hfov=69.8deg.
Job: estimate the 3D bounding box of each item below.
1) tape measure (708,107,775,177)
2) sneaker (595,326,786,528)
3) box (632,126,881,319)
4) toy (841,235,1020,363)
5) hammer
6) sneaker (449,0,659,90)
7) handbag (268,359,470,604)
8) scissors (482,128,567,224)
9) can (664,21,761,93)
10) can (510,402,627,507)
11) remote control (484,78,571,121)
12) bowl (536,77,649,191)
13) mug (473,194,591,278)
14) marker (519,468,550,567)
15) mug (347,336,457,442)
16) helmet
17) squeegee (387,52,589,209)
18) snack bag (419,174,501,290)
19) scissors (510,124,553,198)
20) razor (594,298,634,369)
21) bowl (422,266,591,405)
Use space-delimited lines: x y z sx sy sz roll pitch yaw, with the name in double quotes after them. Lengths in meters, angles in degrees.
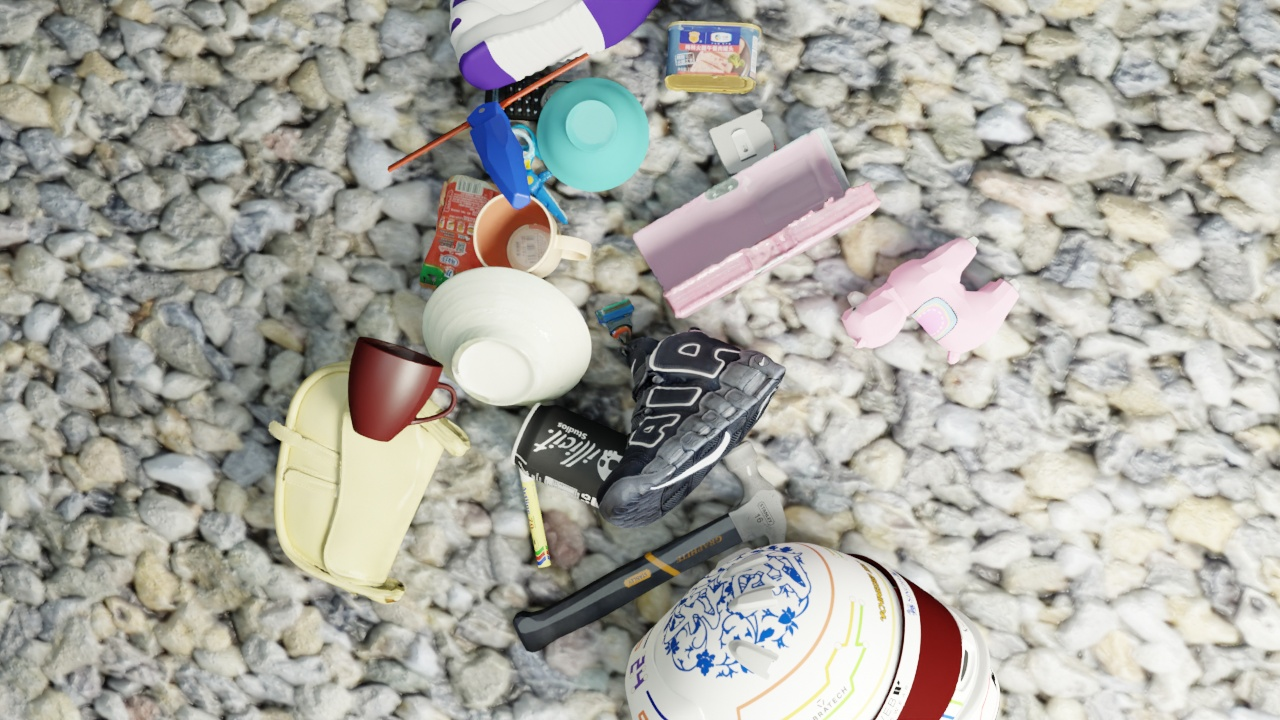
0.111 -0.230 0.979 0.060 0.020 0.062 -22 86 4 "tape measure"
0.019 0.044 0.903 0.151 0.097 0.251 37 53 19 "sneaker"
0.111 -0.144 0.940 0.233 0.099 0.112 -29 90 5 "box"
0.291 -0.053 0.933 0.157 0.067 0.123 -41 86 7 "toy"
0.007 0.216 0.966 0.312 0.035 0.139 -28 87 4 "hammer"
-0.095 -0.388 0.979 0.244 0.092 0.111 -25 70 -3 "sneaker"
-0.299 0.123 0.973 0.191 0.088 0.233 23 89 3 "handbag"
-0.120 -0.194 0.990 0.061 0.023 0.126 -40 89 -1 "scissors"
0.076 -0.319 0.970 0.100 0.054 0.059 3 89 6 "can"
-0.053 0.104 0.950 0.146 0.080 0.080 23 90 5 "can"
-0.099 -0.283 1.002 0.140 0.021 0.045 4 91 1 "remote control"
-0.051 -0.243 0.969 0.121 0.046 0.121 0 93 0 "bowl"
-0.107 -0.120 0.954 0.111 0.104 0.085 7 88 5 "mug"
-0.116 0.156 0.989 0.014 0.014 0.132 -12 87 5 "marker"
-0.239 0.036 0.913 0.114 0.087 0.088 19 93 -29 "mug"
0.144 0.282 0.839 0.315 0.230 0.236 -30 113 11 "helmet"
-0.143 -0.215 0.923 0.249 0.055 0.184 -28 50 5 "squeegee"
-0.200 -0.121 0.992 0.087 0.044 0.155 15 88 31 "snack bag"
-0.097 -0.204 1.004 0.130 0.014 0.115 20 86 2 "scissors"
-0.006 0.006 0.982 0.043 0.018 0.141 -21 88 -20 "razor"
-0.141 -0.005 0.927 0.177 0.057 0.177 4 128 5 "bowl"
